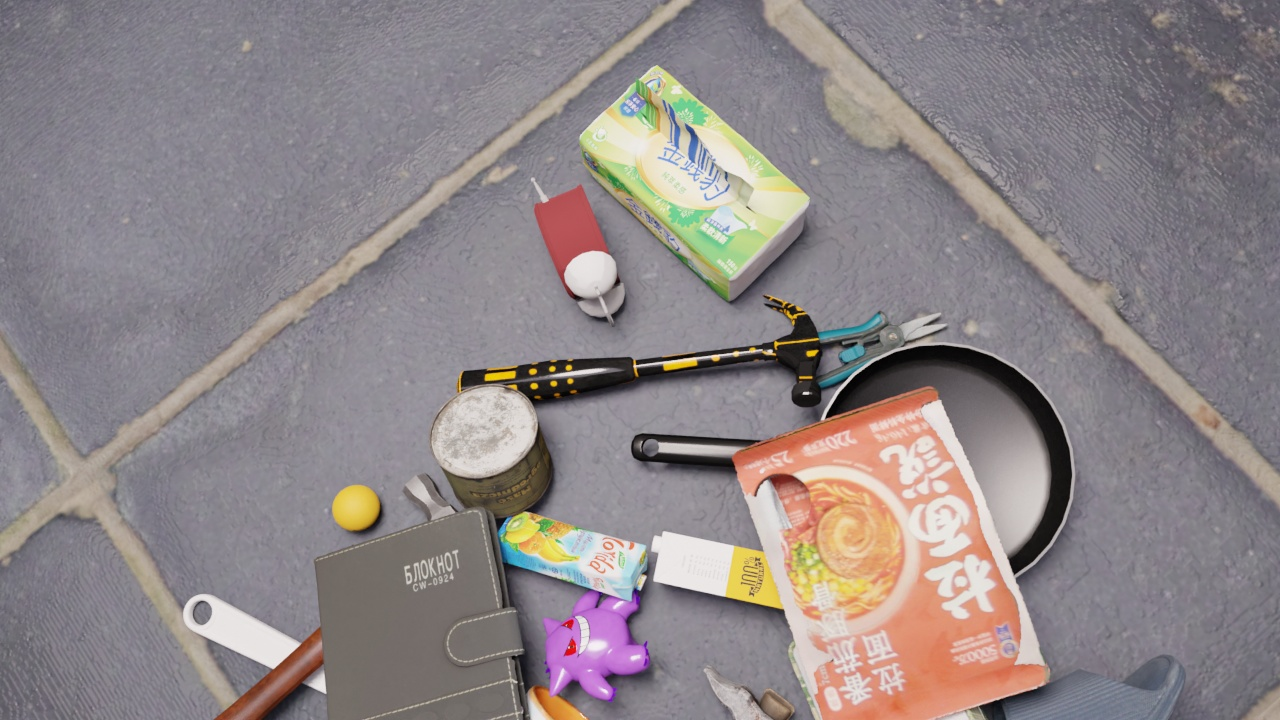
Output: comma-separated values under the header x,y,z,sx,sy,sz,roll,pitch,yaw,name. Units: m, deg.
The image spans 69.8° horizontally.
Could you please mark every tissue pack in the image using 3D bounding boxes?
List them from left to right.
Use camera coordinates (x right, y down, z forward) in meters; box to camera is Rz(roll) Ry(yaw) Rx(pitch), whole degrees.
x,y,z,sx,sy,sz,roll,pitch,yaw,name
0.044,-0.164,0.788,0.198,0.141,0.120,38,83,12,tissue pack

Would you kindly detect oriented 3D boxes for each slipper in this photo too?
x,y,z,sx,sy,sz,roll,pitch,yaw,name
0.289,0.300,0.695,0.263,0.101,0.082,-45,70,1,slipper

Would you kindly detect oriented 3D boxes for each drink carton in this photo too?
x,y,z,sx,sy,sz,roll,pitch,yaw,name
-0.057,0.161,0.765,0.129,0.039,0.044,13,40,18,drink carton
0.070,0.173,0.755,0.122,0.058,0.040,10,79,7,drink carton

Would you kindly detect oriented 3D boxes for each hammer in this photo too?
x,y,z,sx,sy,sz,roll,pitch,yaw,name
-0.264,0.236,0.772,0.300,0.028,0.111,-42,72,-9,hammer
-0.005,0.005,0.801,0.321,0.036,0.123,-7,47,8,hammer
0.020,0.398,0.722,0.121,0.049,0.318,35,85,14,hammer

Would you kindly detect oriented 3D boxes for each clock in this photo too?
x,y,z,sx,sy,sz,roll,pitch,yaw,name
-0.052,-0.093,0.806,0.048,0.096,0.137,-22,74,1,clock

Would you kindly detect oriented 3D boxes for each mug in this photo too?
x,y,z,sx,sy,sz,roll,pitch,yaw,name
-0.087,0.326,0.725,0.082,0.082,0.105,38,85,12,mug

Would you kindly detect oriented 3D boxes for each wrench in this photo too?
x,y,z,sx,sy,sz,roll,pitch,yaw,name
-0.278,0.268,0.789,0.273,0.018,0.066,22,81,11,wrench

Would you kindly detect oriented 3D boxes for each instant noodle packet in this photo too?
x,y,z,sx,sy,sz,roll,pitch,yaw,name
0.180,0.152,0.680,0.164,0.084,0.220,-18,72,3,instant noodle packet

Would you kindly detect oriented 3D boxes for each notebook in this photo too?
x,y,z,sx,sy,sz,roll,pitch,yaw,name
-0.173,0.235,0.721,0.169,0.029,0.208,-18,69,8,notebook

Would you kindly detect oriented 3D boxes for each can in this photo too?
x,y,z,sx,sy,sz,roll,pitch,yaw,name
-0.124,0.077,0.773,0.090,0.075,0.089,-3,54,4,can

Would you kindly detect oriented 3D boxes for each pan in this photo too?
x,y,z,sx,sy,sz,roll,pitch,yaw,name
0.171,0.085,0.771,0.356,0.044,0.204,3,81,9,pan

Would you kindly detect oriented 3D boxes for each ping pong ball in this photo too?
x,y,z,sx,sy,sz,roll,pitch,yaw,name
-0.249,0.129,0.803,0.040,0.040,0.040,-1,78,5,ping pong ball

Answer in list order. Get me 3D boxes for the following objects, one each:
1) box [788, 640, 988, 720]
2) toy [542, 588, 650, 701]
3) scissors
x,y,z,sx,sy,sz,roll,pitch,yaw,name
0.200,0.282,0.676,0.118,0.050,0.205,-36,53,16,box
-0.039,0.235,0.754,0.088,0.056,0.106,-11,42,-2,toy
0.192,-0.007,0.804,0.126,0.019,0.144,30,89,1,scissors
